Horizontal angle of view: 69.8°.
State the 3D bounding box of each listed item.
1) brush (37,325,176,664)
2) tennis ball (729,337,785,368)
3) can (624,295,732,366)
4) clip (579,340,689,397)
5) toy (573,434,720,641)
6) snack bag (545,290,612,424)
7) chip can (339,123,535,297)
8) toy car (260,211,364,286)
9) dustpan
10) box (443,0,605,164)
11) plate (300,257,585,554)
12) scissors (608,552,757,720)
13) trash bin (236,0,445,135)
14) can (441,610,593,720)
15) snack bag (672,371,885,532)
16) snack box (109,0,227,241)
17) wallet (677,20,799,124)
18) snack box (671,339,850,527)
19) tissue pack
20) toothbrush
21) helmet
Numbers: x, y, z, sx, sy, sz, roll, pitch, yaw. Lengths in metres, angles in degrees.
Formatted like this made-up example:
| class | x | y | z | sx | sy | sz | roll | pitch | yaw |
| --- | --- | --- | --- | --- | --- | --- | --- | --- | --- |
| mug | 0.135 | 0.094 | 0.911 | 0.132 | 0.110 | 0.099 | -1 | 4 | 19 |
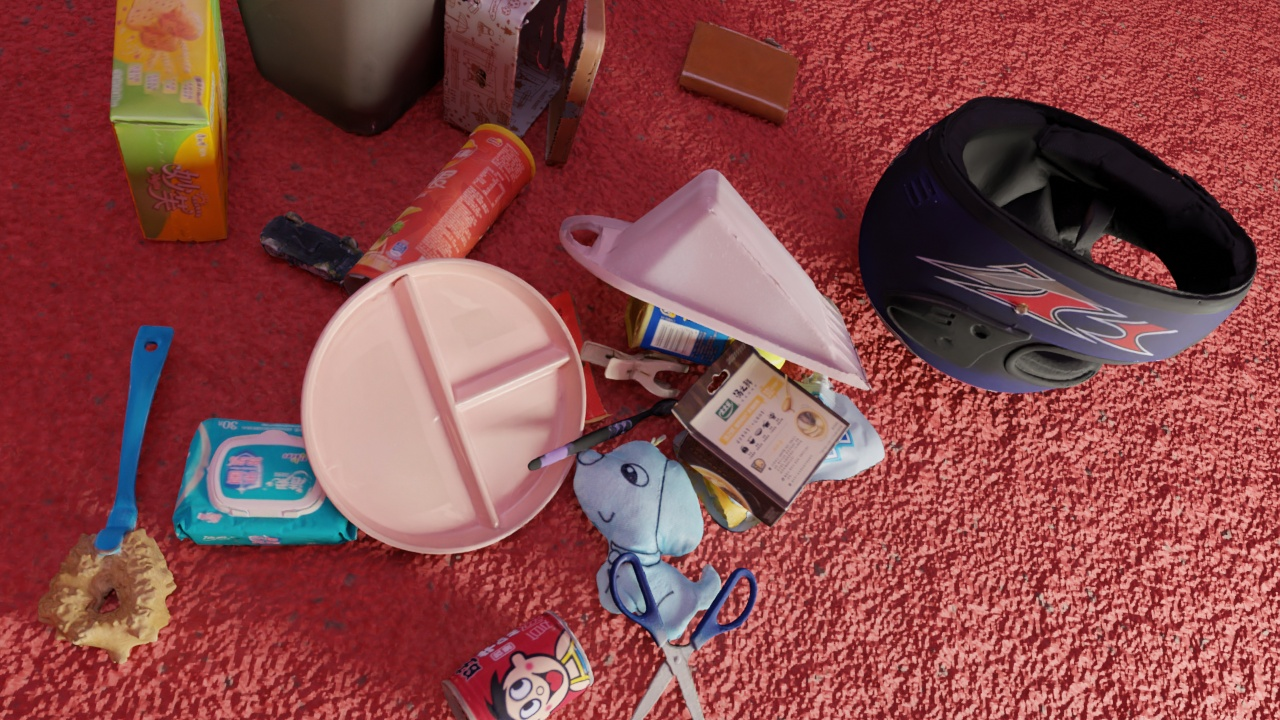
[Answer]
| class | x | y | z | sx | sy | sz | roll | pitch | yaw |
| --- | --- | --- | --- | --- | --- | --- | --- | --- | --- |
| brush | -0.376 | 0.090 | 0.673 | 0.083 | 0.046 | 0.254 | 3 | 68 | -11 |
| tennis ball | 0.106 | -0.013 | 0.866 | 0.065 | 0.066 | 0.065 | 7 | 61 | -13 |
| can | 0.035 | -0.039 | 0.844 | 0.083 | 0.057 | 0.102 | 16 | 21 | -11 |
| clip | -0.002 | 0.007 | 0.818 | 0.099 | 0.070 | 0.035 | 16 | 101 | -36 |
| toy | 0.005 | 0.139 | 0.765 | 0.161 | 0.050 | 0.155 | 29 | 61 | -6 |
| snack bag | -0.133 | 0.012 | 0.786 | 0.207 | 0.073 | 0.128 | -11 | 73 | -30 |
| chip can | -0.178 | -0.124 | 0.836 | 0.073 | 0.073 | 0.216 | 31 | 59 | 1 |
| toy car | -0.289 | -0.097 | 0.810 | 0.090 | 0.034 | 0.042 | 24 | 61 | -1 |
| dustpan | 0.065 | -0.065 | 0.847 | 0.273 | 0.139 | 0.222 | 49 | 17 | -10 |
| box | -0.091 | -0.298 | 0.894 | 0.148 | 0.182 | 0.146 | 29 | 59 | 4 |
| plate | -0.149 | 0.035 | 0.718 | 0.229 | 0.028 | 0.229 | -2 | 93 | -32 |
| scissors | 0.028 | 0.222 | 0.723 | 0.175 | 0.012 | 0.162 | -43 | 97 | -21 |
| trash bin | -0.264 | -0.353 | 0.846 | 0.199 | 0.220 | 0.198 | 33 | 59 | 3 |
| can | -0.091 | 0.236 | 0.674 | 0.093 | 0.067 | 0.066 | -28 | 73 | -27 |
| snack bag | 0.131 | 0.079 | 0.843 | 0.190 | 0.039 | 0.110 | -22 | 60 | -26 |
| snack box | -0.393 | -0.230 | 0.777 | 0.070 | 0.158 | 0.209 | -2 | 63 | -20 |
| wallet | 0.115 | -0.337 | 1.061 | 0.132 | 0.031 | 0.107 | 19 | 62 | -7 |
| snack box | 0.099 | 0.059 | 0.790 | 0.125 | 0.053 | 0.113 | 38 | 56 | 11 |
| tissue pack | -0.277 | 0.094 | 0.703 | 0.133 | 0.050 | 0.093 | 4 | 62 | -15 |
| toothbrush | -0.024 | 0.061 | 0.783 | 0.188 | 0.017 | 0.014 | -20 | 106 | -46 |
| helmet | 0.361 | -0.084 | 0.872 | 0.315 | 0.241 | 0.246 | 35 | 58 | 17 |
